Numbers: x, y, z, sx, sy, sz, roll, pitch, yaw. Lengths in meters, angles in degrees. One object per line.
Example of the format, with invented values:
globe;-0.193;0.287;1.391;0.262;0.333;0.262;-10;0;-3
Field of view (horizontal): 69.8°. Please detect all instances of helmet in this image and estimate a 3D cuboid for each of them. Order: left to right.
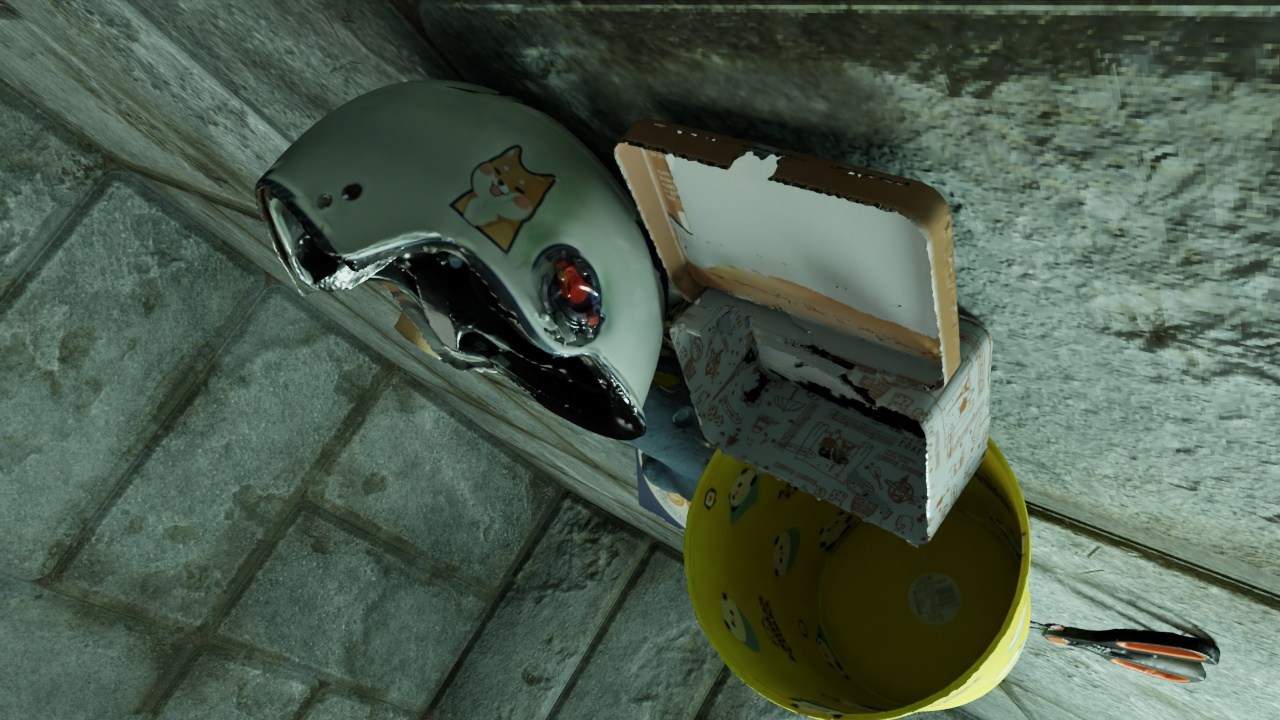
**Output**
helmet;-0.090;-0.076;0.581;0.274;0.156;0.230;29;167;-18

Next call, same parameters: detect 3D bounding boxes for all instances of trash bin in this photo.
trash bin;0.189;0.165;0.705;0.230;0.229;0.255;23;170;35

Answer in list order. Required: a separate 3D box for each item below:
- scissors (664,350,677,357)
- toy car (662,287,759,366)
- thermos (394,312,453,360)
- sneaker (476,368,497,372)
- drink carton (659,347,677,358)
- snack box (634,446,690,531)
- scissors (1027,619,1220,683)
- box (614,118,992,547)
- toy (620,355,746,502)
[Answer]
scissors;0.000;0.031;0.881;0.182;0.014;0.159;-25;119;35
toy car;0.052;-0.018;0.728;0.070;0.042;0.158;34;170;-4
thermos;-0.148;-0.072;0.792;0.093;0.143;0.093;34;-179;-1
sneaker;-0.183;-0.038;1.097;0.089;0.090;0.242;32;167;-2
drink carton;-0.006;0.005;0.935;0.123;0.045;0.053;20;150;37
snack box;0.071;0.115;0.972;0.178;0.045;0.183;23;133;36
scissors;0.399;0.244;0.822;0.224;0.021;0.205;20;157;-4
box;0.097;-0.020;0.517;0.177;0.082;0.261;23;151;35
toy;0.043;0.075;0.822;0.138;0.091;0.356;-20;131;25
